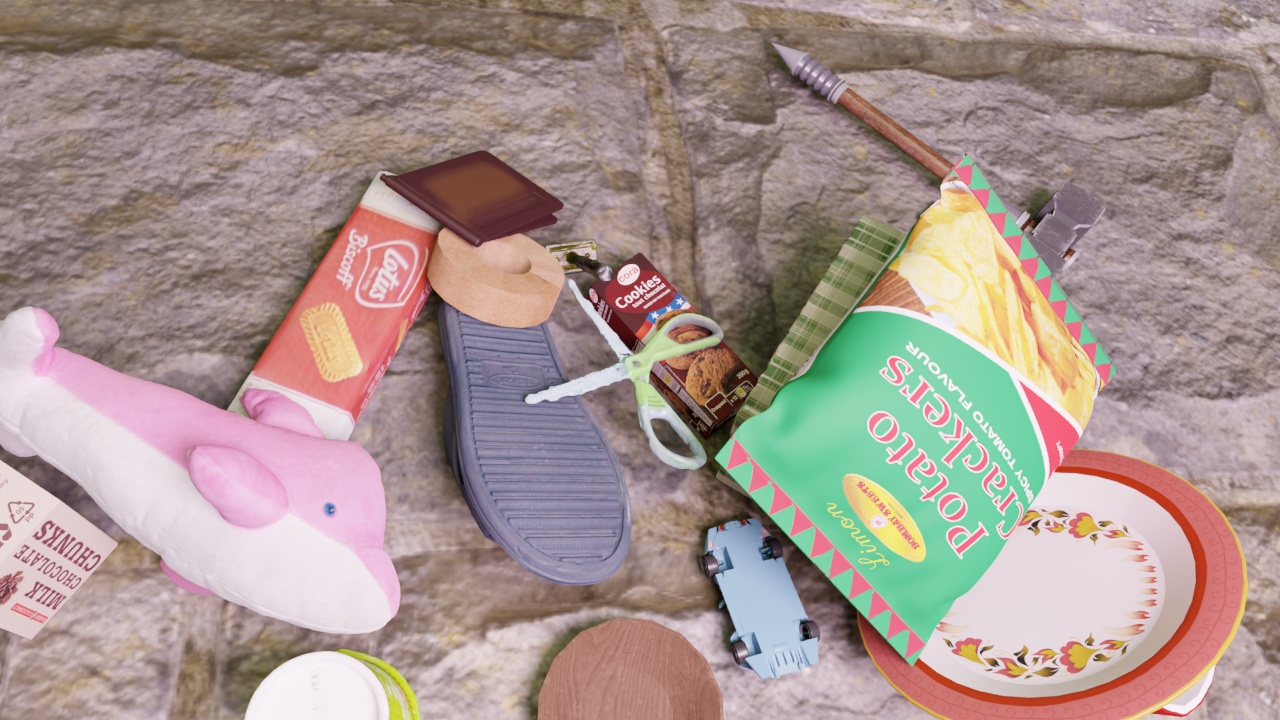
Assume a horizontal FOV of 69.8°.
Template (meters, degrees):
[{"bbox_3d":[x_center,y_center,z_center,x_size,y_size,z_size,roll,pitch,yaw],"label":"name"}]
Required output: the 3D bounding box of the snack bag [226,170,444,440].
[{"bbox_3d":[-0.202,-0.037,0.657,0.077,0.041,0.224,21,64,1],"label":"snack bag"}]

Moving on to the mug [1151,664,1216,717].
[{"bbox_3d":[0.317,0.174,0.615,0.080,0.097,0.116,40,65,-5],"label":"mug"}]

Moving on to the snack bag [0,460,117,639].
[{"bbox_3d":[-0.426,0.068,0.530,0.206,0.095,0.069,31,63,5],"label":"snack bag"}]

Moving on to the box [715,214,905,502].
[{"bbox_3d":[0.128,0.000,0.660,0.050,0.118,0.205,30,61,14],"label":"box"}]

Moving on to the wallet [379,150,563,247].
[{"bbox_3d":[-0.123,-0.123,0.689,0.091,0.018,0.115,35,31,13],"label":"wallet"}]

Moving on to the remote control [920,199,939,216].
[{"bbox_3d":[0.295,-0.090,0.794,0.028,0.012,0.124,-40,77,-25],"label":"remote control"}]

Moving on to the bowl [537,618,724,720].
[{"bbox_3d":[-0.008,0.223,0.573,0.118,0.030,0.117,4,64,-9],"label":"bowl"}]

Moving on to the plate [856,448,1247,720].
[{"bbox_3d":[0.252,0.142,0.586,0.229,0.230,0.021,-45,119,-26],"label":"plate"}]

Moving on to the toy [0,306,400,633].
[{"bbox_3d":[-0.244,0.057,0.532,0.265,0.187,0.127,34,46,-10],"label":"toy"}]

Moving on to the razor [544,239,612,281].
[{"bbox_3d":[-0.040,-0.071,0.676,0.042,0.106,0.026,-8,105,-16],"label":"razor"}]

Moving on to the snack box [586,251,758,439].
[{"bbox_3d":[0.024,-0.012,0.692,0.050,0.032,0.141,-36,76,-24],"label":"snack box"}]

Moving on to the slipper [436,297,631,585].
[{"bbox_3d":[-0.090,0.050,0.615,0.101,0.083,0.263,4,42,-30],"label":"slipper"}]

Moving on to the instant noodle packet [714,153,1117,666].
[{"bbox_3d":[0.185,0.030,0.566,0.195,0.090,0.252,47,74,-19],"label":"instant noodle packet"}]

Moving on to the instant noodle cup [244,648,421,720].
[{"bbox_3d":[-0.172,0.205,0.507,0.099,0.108,0.098,5,65,-10],"label":"instant noodle cup"}]

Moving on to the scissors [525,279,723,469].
[{"bbox_3d":[-0.004,0.004,0.628,0.171,0.021,0.172,-21,65,-32],"label":"scissors"}]

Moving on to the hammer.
[{"bbox_3d":[0.242,-0.185,0.804,0.322,0.043,0.155,41,54,11],"label":"hammer"}]

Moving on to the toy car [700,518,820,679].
[{"bbox_3d":[0.078,0.163,0.622,0.060,0.028,0.107,-11,57,-16],"label":"toy car"}]

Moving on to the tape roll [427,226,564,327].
[{"bbox_3d":[-0.103,-0.063,0.655,0.094,0.027,0.093,19,30,-12],"label":"tape roll"}]
